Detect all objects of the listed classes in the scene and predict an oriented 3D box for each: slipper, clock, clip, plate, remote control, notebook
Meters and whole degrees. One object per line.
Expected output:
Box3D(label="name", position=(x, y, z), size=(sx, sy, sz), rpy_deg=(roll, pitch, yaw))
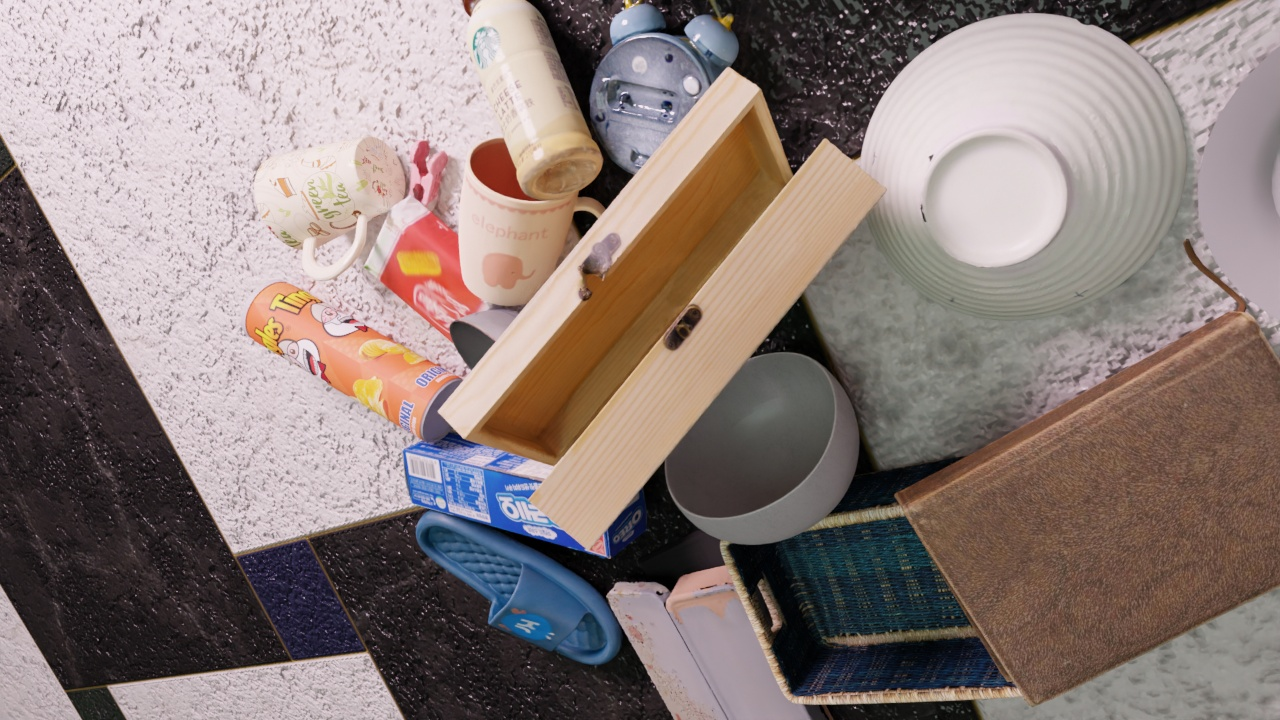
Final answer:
Box3D(label="slipper", position=(-0.115, 0.210, 0.821), size=(0.214, 0.059, 0.104), rpy_deg=(33, 136, 3))
Box3D(label="clock", position=(0.018, -0.179, 0.589), size=(0.089, 0.051, 0.125), rpy_deg=(19, 118, 24))
Box3D(label="clip", position=(-0.177, -0.149, 0.734), size=(0.038, 0.022, 0.059), rpy_deg=(26, 124, 13))
Box3D(label="plate", position=(0.371, -0.091, 0.443), size=(0.173, 0.019, 0.173), rpy_deg=(12, 117, 25))
Box3D(label="remote control", position=(0.048, 0.158, 0.744), size=(0.125, 0.010, 0.039), rpy_deg=(-27, 96, 36))
Box3D(label="notebook", position=(0.264, 0.068, 0.516), size=(0.216, 0.034, 0.190), rpy_deg=(-31, 95, 12))

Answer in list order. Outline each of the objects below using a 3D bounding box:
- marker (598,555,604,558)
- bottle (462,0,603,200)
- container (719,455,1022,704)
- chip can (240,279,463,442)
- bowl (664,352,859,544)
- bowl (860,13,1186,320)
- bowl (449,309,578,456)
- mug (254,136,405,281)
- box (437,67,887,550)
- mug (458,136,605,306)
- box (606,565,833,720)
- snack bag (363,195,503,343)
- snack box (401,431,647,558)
Box3D(label="marker", position=(-0.062, 0.116, 0.789), size=(0.018, 0.015, 0.123), rpy_deg=(-37, 87, 42))
Box3D(label="bottle", position=(-0.078, -0.188, 0.612), size=(0.057, 0.056, 0.162), rpy_deg=(-34, 70, 36))
Box3D(label="container", position=(0.169, 0.154, 0.636), size=(0.188, 0.071, 0.145), rpy_deg=(-17, 102, 34))
Box3D(label="chip can", position=(-0.256, -0.002, 0.818), size=(0.210, 0.062, 0.062), rpy_deg=(27, 122, 18))
Box3D(label="bowl", position=(0.087, 0.065, 0.619), size=(0.132, 0.131, 0.064), rpy_deg=(-15, 135, 34))
Box3D(label="bowl", position=(0.200, -0.096, 0.508), size=(0.177, 0.070, 0.177), rpy_deg=(12, 117, 26))
Box3D(label="bowl", position=(-0.076, 0.009, 0.705), size=(0.151, 0.056, 0.151), rpy_deg=(39, 161, 16))
Box3D(label="mug", position=(-0.248, -0.121, 0.741), size=(0.097, 0.081, 0.121), rpy_deg=(-11, 67, 26))
Box3D(label="box", position=(0.010, -0.031, 0.546), size=(0.123, 0.140, 0.249), rpy_deg=(40, 93, -3))
Box3D(label="mug", position=(-0.079, -0.094, 0.672), size=(0.111, 0.085, 0.105), rpy_deg=(13, 132, -8))
Box3D(label="box", position=(0.071, 0.271, 0.765), size=(0.154, 0.058, 0.216), rpy_deg=(-19, 105, 35))
Box3D(label="snack bag", position=(-0.163, -0.068, 0.742), size=(0.116, 0.036, 0.077), rpy_deg=(41, 131, 0))
Box3D(label="snack box", position=(-0.102, 0.106, 0.766), size=(0.227, 0.059, 0.059), rpy_deg=(6, 109, 35))
